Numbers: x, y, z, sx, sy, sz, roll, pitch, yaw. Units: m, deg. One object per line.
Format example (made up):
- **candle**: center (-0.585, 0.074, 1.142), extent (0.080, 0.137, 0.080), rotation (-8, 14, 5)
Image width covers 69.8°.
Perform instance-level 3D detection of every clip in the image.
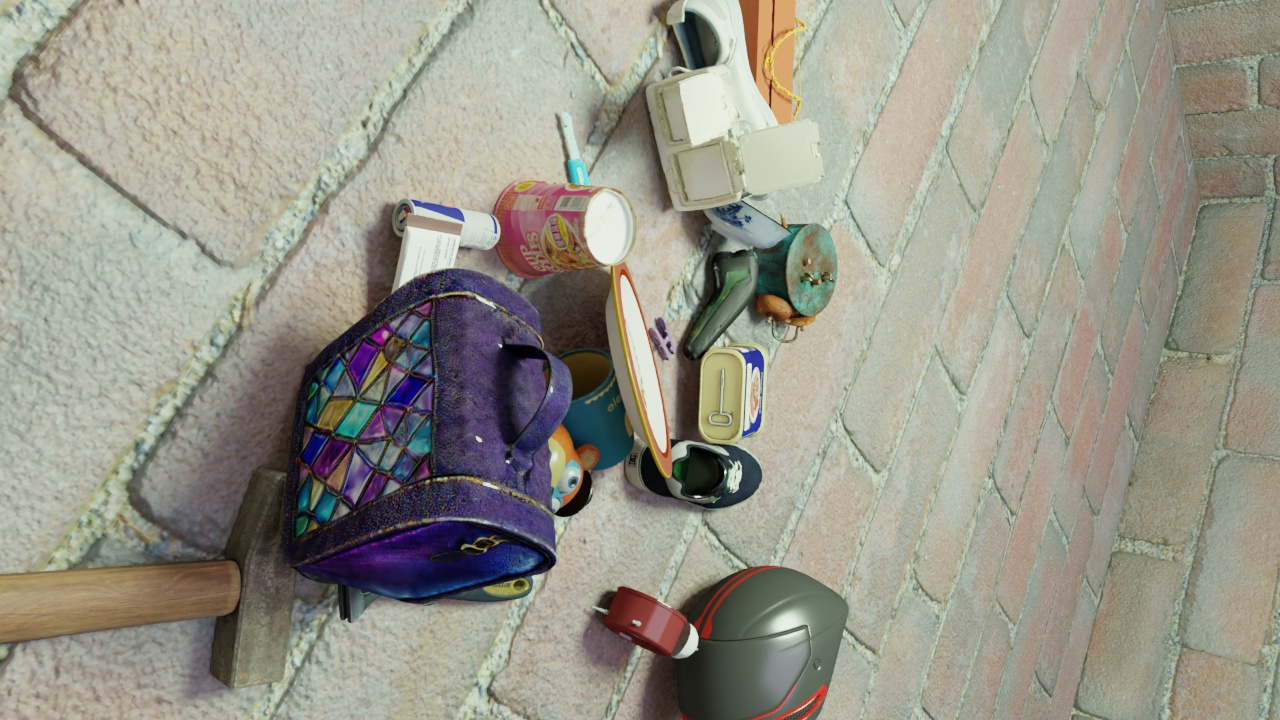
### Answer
- **clip**: center (0.025, -0.023, 1.034), extent (0.035, 0.013, 0.052), rotation (-46, 129, -34)

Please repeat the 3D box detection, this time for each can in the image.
- **can**: center (0.109, 0.039, 1.081), extent (0.092, 0.057, 0.116), rotation (-8, 102, -67)
- **can**: center (-0.166, -0.117, 0.792), extent (0.095, 0.032, 0.032), rotation (3, 93, -48)

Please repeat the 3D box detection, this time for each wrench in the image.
- **wrench**: center (-0.184, 0.189, 0.797), extent (0.273, 0.022, 0.073), rotation (23, 77, -54)

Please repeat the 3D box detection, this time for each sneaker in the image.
- **sneaker**: center (0.088, 0.135, 1.073), extent (0.235, 0.079, 0.084), rotation (15, 82, -49)
- **sneaker**: center (0.088, -0.286, 1.021), extent (0.090, 0.090, 0.242), rotation (-36, 114, -41)

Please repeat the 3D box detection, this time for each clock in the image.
- **clock**: center (0.200, -0.100, 1.176), extent (0.121, 0.073, 0.157), rotation (9, 89, -48)
- **clock**: center (0.011, 0.289, 1.000), extent (0.124, 0.087, 0.044), rotation (46, 62, -38)

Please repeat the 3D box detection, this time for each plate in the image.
- **plate**: center (-0.005, 0.005, 0.911), extent (0.229, 0.021, 0.230), rotation (-12, 89, -83)

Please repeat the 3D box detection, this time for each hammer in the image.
- **hammer**: center (-0.369, 0.149, 0.593), extent (0.300, 0.037, 0.158), rotation (8, 89, -49)

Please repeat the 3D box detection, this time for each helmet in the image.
- **helmet**: center (0.140, 0.337, 1.093), extent (0.264, 0.165, 0.170), rotation (-21, 99, -36)

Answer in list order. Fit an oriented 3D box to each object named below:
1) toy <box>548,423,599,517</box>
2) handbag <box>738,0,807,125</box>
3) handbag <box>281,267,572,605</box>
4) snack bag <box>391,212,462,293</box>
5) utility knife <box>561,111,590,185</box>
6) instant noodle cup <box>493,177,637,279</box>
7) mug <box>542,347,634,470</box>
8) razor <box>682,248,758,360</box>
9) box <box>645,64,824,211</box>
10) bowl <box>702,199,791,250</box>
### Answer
- **toy**: center (-0.111, 0.093, 0.837), extent (0.112, 0.096, 0.176), rotation (-53, 142, 7)
- **handbag**: center (0.157, -0.354, 1.109), extent (0.108, 0.060, 0.172), rotation (-6, 99, -52)
- **handbag**: center (-0.142, 0.058, 0.668), extent (0.125, 0.222, 0.204), rotation (35, 37, -45)
- **snack bag**: center (-0.190, -0.042, 0.770), extent (0.057, 0.013, 0.158), rotation (2, 107, -49)
- **utility knife**: center (-0.061, -0.173, 0.918), extent (0.022, 0.015, 0.151), rotation (-21, 111, -18)
- **instant noodle cup**: center (-0.065, -0.122, 0.848), extent (0.097, 0.109, 0.098), rotation (-8, 101, -47)
- **mug**: center (-0.048, 0.043, 0.918), extent (0.112, 0.084, 0.104), rotation (-80, 155, -50)
- **razor**: center (0.089, -0.069, 1.081), extent (0.067, 0.054, 0.151), rotation (38, 72, -15)
- **box**: center (0.075, -0.223, 0.924), extent (0.106, 0.193, 0.143), rotation (-31, 110, -45)
- **bowl**: center (0.113, -0.160, 1.058), extent (0.114, 0.114, 0.045), rotation (20, 106, -48)
